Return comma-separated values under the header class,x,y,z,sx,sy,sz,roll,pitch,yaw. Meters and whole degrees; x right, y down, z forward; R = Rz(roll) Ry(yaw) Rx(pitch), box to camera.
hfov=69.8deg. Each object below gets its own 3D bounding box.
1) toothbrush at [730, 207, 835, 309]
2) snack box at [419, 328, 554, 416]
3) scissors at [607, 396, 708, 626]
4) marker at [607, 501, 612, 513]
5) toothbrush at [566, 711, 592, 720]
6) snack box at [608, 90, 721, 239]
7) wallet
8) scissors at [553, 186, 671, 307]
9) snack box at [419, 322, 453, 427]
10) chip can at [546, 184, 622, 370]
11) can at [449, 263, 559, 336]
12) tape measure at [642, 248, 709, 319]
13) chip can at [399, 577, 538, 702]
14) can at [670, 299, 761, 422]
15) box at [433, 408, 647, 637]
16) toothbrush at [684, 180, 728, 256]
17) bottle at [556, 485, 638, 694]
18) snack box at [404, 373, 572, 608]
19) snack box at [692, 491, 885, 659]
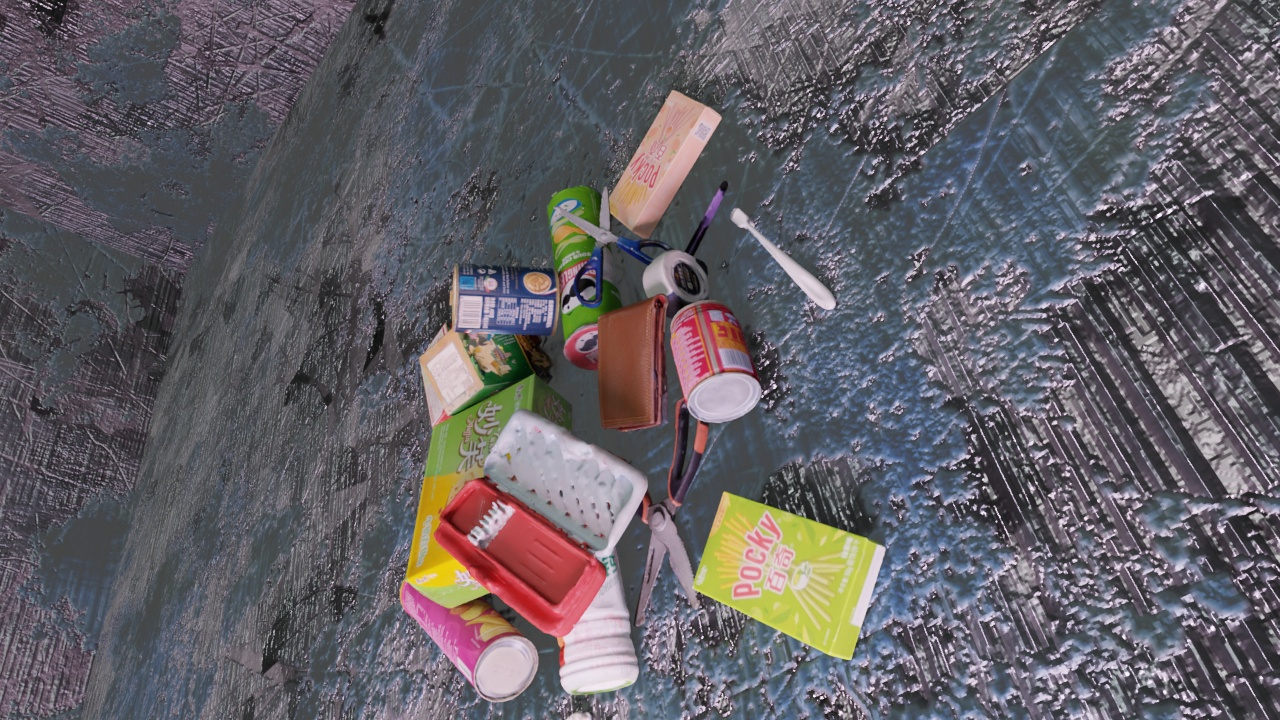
class,x,y,z,sx,sy,sz,roll,pitch,yaw
toothbrush,0.128,-0.094,0.830,0.016,0.016,0.180,-56,38,18
snack box,-0.185,0.004,1.064,0.118,0.105,0.118,-35,78,37
scissors,0.020,0.129,0.842,0.189,0.015,0.225,-56,37,14
marker,-0.062,0.179,0.904,0.146,0.017,0.017,-53,36,30
toothbrush,-0.104,0.376,0.862,0.181,0.018,0.015,-47,42,28
snack box,0.023,-0.221,1.031,0.157,0.026,0.084,-58,36,12
wallet,-0.005,0.005,0.879,0.101,0.032,0.124,-14,75,59
scissors,-0.033,-0.123,0.982,0.174,0.012,0.162,15,60,18
snack box,-0.270,0.022,1.275,0.077,0.027,0.155,-51,37,22
chip can,-0.061,-0.098,1.031,0.072,0.072,0.235,-42,41,31
can,-0.148,-0.066,0.994,0.075,0.111,0.075,-179,91,-76
tape measure,0.036,-0.074,0.893,0.034,0.066,0.065,-32,47,41
chip can,-0.186,0.282,0.977,0.211,0.071,0.071,18,85,54
can,0.064,-0.001,0.813,0.067,0.066,0.093,-42,41,30
box,-0.091,0.136,0.822,0.201,0.039,0.158,23,73,46
toothbrush,0.044,-0.100,0.944,0.189,0.014,0.017,-63,32,4
bottle,-0.049,0.193,0.826,0.068,0.068,0.196,-34,54,38
snack box,-0.156,0.135,0.969,0.158,0.070,0.209,-27,41,24
snack box,0.107,0.159,0.699,0.157,0.026,0.085,10,78,55
